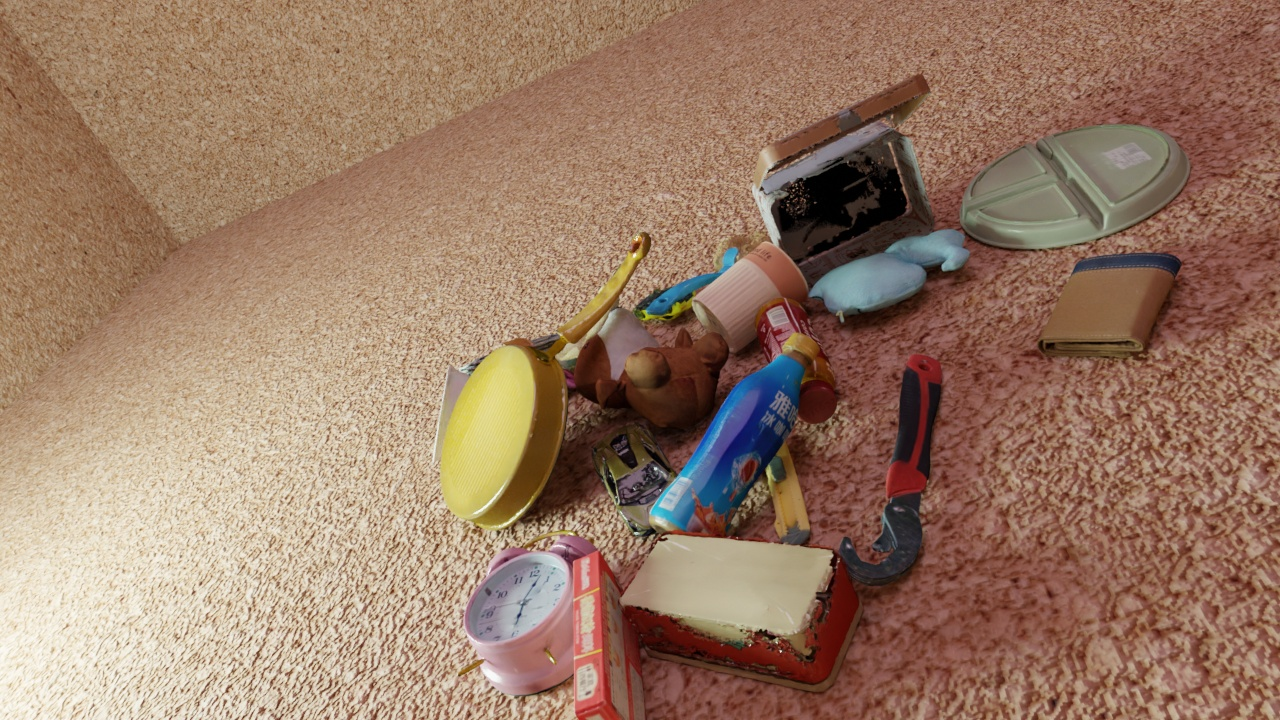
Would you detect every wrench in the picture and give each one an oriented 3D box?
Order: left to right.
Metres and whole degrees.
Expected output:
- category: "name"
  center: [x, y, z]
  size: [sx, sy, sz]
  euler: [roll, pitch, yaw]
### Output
- category: "wrench"
  center: [0.219, 0.080, 0.759]
  size: [0.056, 0.016, 0.272]
  euler: [19, 44, 14]

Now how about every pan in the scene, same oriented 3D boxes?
- category: "pan"
  center: [-0.098, 0.014, 0.970]
  size: [0.198, 0.078, 0.357]
  euler: [37, 102, 55]

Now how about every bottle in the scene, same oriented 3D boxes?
- category: "bottle"
  center: [0.090, 0.068, 0.808]
  size: [0.065, 0.065, 0.218]
  euler: [14, 63, 51]
- category: "bottle"
  center: [0.156, -0.001, 0.915]
  size: [0.057, 0.057, 0.174]
  euler: [-23, 29, 10]

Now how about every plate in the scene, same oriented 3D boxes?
- category: "plate"
  center: [0.460, -0.194, 0.992]
  size: [0.230, 0.027, 0.229]
  euler: [-21, 30, 13]

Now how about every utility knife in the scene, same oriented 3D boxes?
- category: "utility knife"
  center: [0.124, 0.101, 0.830]
  size: [0.031, 0.021, 0.204]
  euler: [-17, 25, 8]

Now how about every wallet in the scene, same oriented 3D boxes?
- category: "wallet"
  center: [-0.161, -0.008, 1.168]
  size: [0.129, 0.037, 0.107]
  euler: [-20, 1, -22]
- category: "wallet"
  center: [0.408, -0.048, 0.799]
  size: [0.090, 0.033, 0.115]
  euler: [1, 41, 47]

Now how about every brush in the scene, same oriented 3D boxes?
- category: "brush"
  center: [0.086, -0.104, 1.100]
  size: [0.083, 0.046, 0.253]
  euler: [6, 25, 36]

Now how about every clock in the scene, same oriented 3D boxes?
- category: "clock"
  center: [-0.090, 0.207, 0.794]
  size: [0.117, 0.060, 0.158]
  euler: [-16, 29, 21]

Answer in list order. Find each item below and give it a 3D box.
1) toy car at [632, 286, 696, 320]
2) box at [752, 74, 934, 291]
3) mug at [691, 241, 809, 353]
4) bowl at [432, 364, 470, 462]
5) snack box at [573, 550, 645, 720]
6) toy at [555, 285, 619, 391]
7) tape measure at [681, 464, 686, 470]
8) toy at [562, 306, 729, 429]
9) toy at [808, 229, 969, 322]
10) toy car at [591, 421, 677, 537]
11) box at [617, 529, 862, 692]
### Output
- category: "toy car"
  center: [0.032, -0.071, 1.167]
  size: [0.048, 0.032, 0.105]
  euler: [-45, 21, -28]
- category: "box"
  center: [0.219, -0.203, 1.008]
  size: [0.179, 0.271, 0.134]
  euler: [-26, 59, 3]
- category: "mug"
  center: [0.120, -0.068, 1.043]
  size: [0.105, 0.081, 0.114]
  euler: [-38, 1, -9]
- category: "bowl"
  center: [-0.209, 0.068, 1.104]
  size: [0.064, 0.118, 0.118]
  euler: [10, 28, -11]
- category: "snack box"
  center: [-0.024, 0.223, 0.694]
  size: [0.025, 0.075, 0.152]
  euler: [-23, 29, 9]
- category: "toy"
  center: [-0.076, -0.020, 1.117]
  size: [0.157, 0.066, 0.105]
  euler: [-54, 4, -3]
- category: "tape measure"
  center: [0.073, 0.101, 0.859]
  size: [0.058, 0.025, 0.054]
  euler: [-42, 33, -15]
- category: "toy"
  center: [-0.006, 0.006, 0.989]
  size: [0.140, 0.130, 0.200]
  euler: [-11, 7, -31]
- category: "toy"
  center: [0.261, -0.090, 0.974]
  size: [0.162, 0.050, 0.155]
  euler: [-2, 32, 43]
- category: "toy car"
  center: [-0.001, 0.112, 0.892]
  size: [0.070, 0.042, 0.158]
  euler: [-32, 31, -5]
- category: "box"
  center: [0.068, 0.178, 0.684]
  size: [0.169, 0.076, 0.091]
  euler: [-3, 37, 39]
